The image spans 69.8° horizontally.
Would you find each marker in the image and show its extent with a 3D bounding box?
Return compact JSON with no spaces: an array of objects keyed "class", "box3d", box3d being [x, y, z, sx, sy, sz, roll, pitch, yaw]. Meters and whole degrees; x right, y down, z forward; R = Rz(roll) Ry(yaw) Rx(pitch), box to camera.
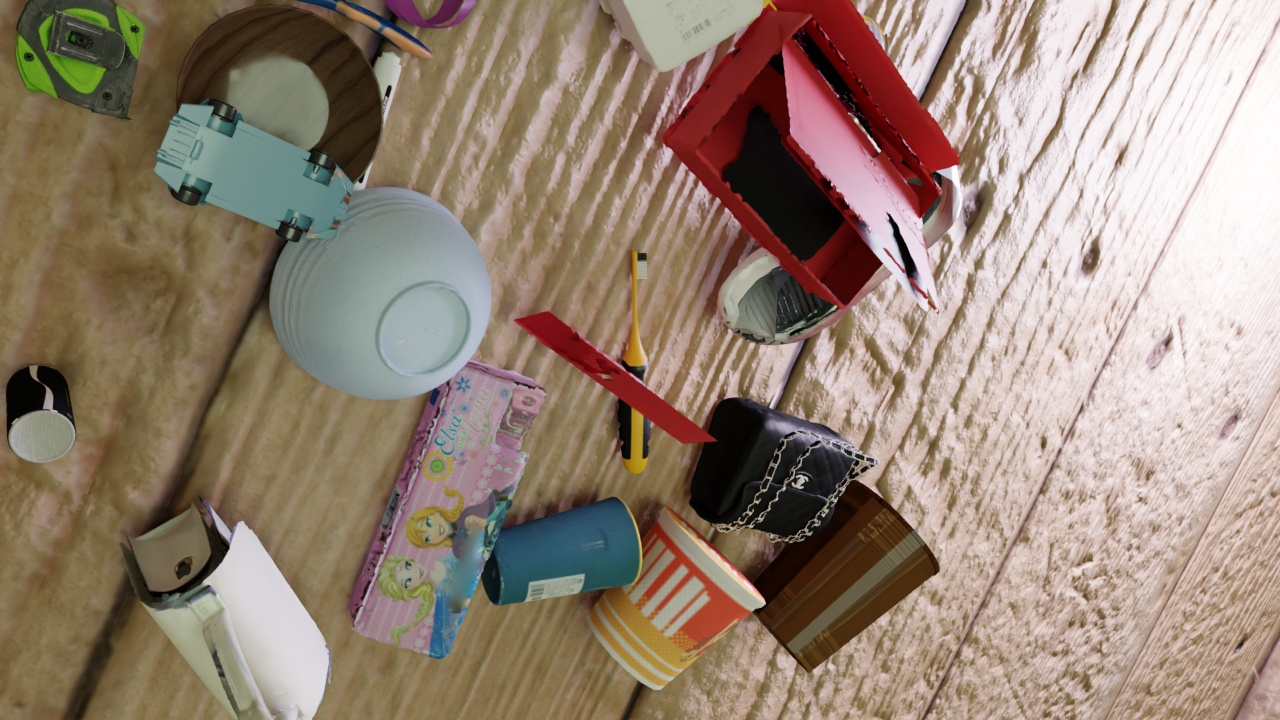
[{"class":"marker","box3d":[-0.183,-0.138,0.607,0.020,0.017,0.133,8,105,-58]}]

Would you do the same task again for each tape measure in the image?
[{"class":"tape measure","box3d":[-0.304,-0.170,0.499,0.058,0.036,0.066,7,104,-35]}]

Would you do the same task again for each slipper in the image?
[{"class":"slipper","box3d":[0.176,-0.104,0.831,0.263,0.063,0.111,-34,126,-9]}]

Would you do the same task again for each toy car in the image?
[{"class":"toy car","box3d":[-0.226,-0.110,0.538,0.107,0.027,0.060,22,95,-43]}]

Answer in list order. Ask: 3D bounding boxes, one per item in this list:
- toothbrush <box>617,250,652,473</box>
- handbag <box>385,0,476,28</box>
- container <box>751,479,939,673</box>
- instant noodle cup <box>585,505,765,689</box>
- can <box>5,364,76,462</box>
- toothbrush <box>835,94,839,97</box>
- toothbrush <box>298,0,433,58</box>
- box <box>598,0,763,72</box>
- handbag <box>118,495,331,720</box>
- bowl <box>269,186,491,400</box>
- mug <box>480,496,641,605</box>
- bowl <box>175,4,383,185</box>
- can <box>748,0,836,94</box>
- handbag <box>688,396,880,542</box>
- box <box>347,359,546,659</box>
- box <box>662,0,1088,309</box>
[{"class":"toothbrush","box3d":[-0.005,0.005,0.779,0.031,0.031,0.197,-2,107,-8]},{"class":"handbag","box3d":[-0.131,-0.293,0.559,0.144,0.068,0.170,-12,121,-31]},{"class":"container","box3d":[0.200,0.226,0.949,0.167,0.132,0.132,-41,126,-7]},{"class":"instant noodle cup","box3d":[0.026,0.219,0.833,0.121,0.123,0.123,-47,127,-1]},{"class":"can","box3d":[-0.342,0.029,0.523,0.031,0.080,0.031,-14,115,-30]},{"class":"toothbrush","box3d":[0.147,-0.228,0.798,0.186,0.016,0.015,-10,113,-31]},{"class":"toothbrush","box3d":[-0.180,-0.215,0.562,0.134,0.021,0.017,10,125,-50]},{"class":"box","box3d":[0.015,-0.283,0.674,0.102,0.101,0.108,-31,119,0]},{"class":"handbag","box3d":[-0.249,0.181,0.586,0.073,0.176,0.151,-32,122,-23]},{"class":"bowl","box3d":[-0.160,-0.033,0.613,0.150,0.075,0.151,-21,127,-31]},{"class":"mug","box3d":[-0.070,0.164,0.770,0.121,0.078,0.078,-8,112,-28]},{"class":"bowl","box3d":[-0.221,-0.155,0.564,0.119,0.032,0.119,-13,115,-30]},{"class":"can","box3d":[0.144,-0.257,0.751,0.104,0.068,0.068,0,108,-35]},{"class":"handbag","box3d":[0.136,0.118,0.865,0.153,0.115,0.125,18,100,-42]},{"class":"box","box3d":[-0.145,0.117,0.704,0.084,0.063,0.230,18,98,-38]},{"class":"box","box3d":[0.238,-0.213,0.650,0.426,0.127,0.212,-31,129,26]}]
